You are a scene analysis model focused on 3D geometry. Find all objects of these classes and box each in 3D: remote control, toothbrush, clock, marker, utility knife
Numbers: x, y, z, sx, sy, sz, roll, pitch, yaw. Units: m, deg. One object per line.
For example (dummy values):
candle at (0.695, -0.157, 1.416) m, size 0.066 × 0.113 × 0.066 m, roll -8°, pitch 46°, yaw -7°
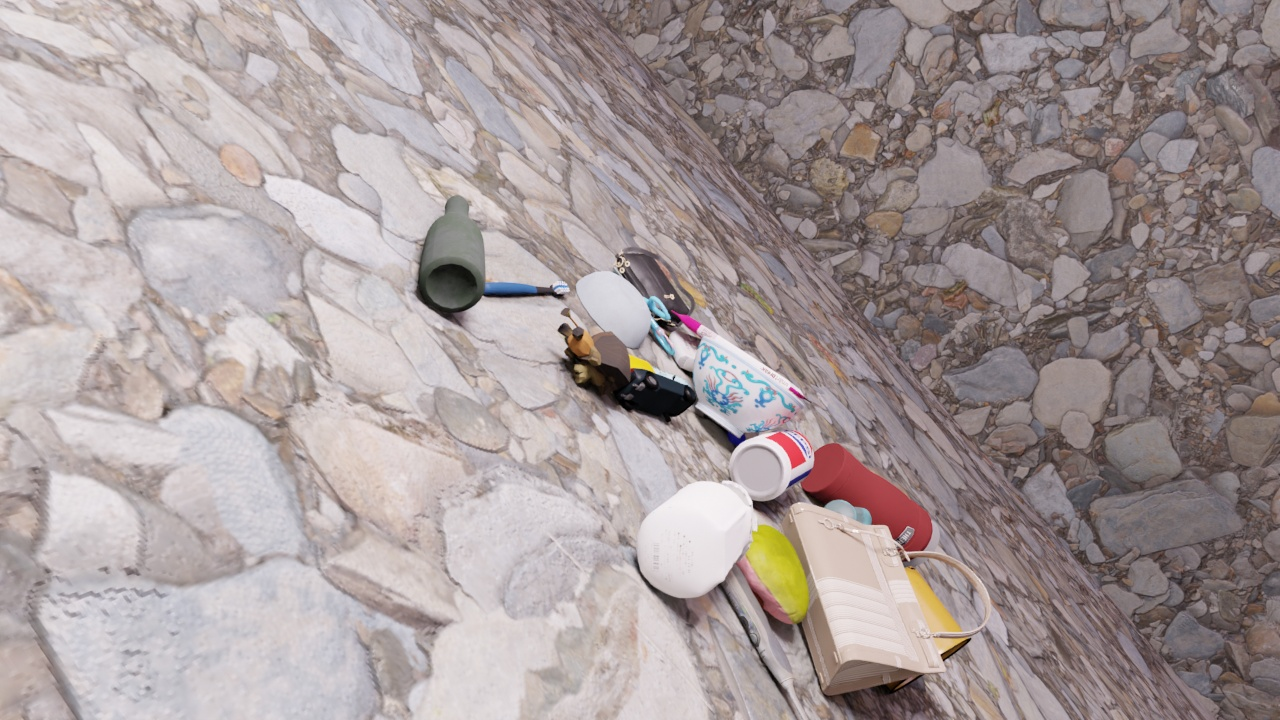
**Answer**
remote control at (0.099, 0.002, 1.192) m, size 0.138 × 0.025 × 0.060 m, roll 19°, pitch 29°, yaw -28°
toothbrush at (0.111, 0.249, 0.787) m, size 0.024 × 0.022 × 0.185 m, roll -8°, pitch 54°, yaw -31°
toothbrush at (-0.115, -0.073, 0.935) m, size 0.014 × 0.014 × 0.167 m, roll 63°, pitch 20°, yaw 7°
clock at (0.210, 0.194, 1.009) m, size 0.124 × 0.090 × 0.053 m, roll 28°, pitch 37°, yaw -46°
marker at (0.109, 0.056, 1.165) m, size 0.020 × 0.020 × 0.141 m, roll 38°, pitch 21°, yaw -28°
utility knife at (-0.006, 0.006, 1.012) m, size 0.223 × 0.019 × 0.030 m, roll 18°, pitch 41°, yaw -48°

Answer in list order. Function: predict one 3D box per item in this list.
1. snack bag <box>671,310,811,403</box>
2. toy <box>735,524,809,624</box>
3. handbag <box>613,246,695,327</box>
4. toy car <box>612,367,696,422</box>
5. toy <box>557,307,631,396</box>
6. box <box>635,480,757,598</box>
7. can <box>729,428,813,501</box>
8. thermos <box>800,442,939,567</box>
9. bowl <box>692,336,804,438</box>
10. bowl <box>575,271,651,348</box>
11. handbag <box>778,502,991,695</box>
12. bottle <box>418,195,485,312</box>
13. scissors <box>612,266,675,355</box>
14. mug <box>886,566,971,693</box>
snack bag at (0.124, -0.004, 1.137) m, size 0.196 × 0.016 × 0.070 m, roll 35°, pitch 4°, yaw 27°
toy at (0.125, 0.198, 0.872) m, size 0.090 × 0.051 × 0.109 m, roll 49°, pitch 16°, yaw -6°
handbag at (0.013, -0.098, 1.207) m, size 0.128 × 0.054 × 0.079 m, roll 57°, pitch 25°, yaw 19°
toy car at (0.015, 0.034, 0.961) m, size 0.112 × 0.046 × 0.034 m, roll 21°, pitch 35°, yaw -50°
toy at (-0.049, -0.010, 0.885) m, size 0.076 × 0.062 × 0.100 m, roll 16°, pitch -27°, yaw 47°
box at (0.056, 0.145, 0.775) m, size 0.143 × 0.089 × 0.080 m, roll -20°, pitch 107°, yaw -72°
can at (0.154, 0.118, 1.061) m, size 0.070 × 0.070 × 0.132 m, roll 53°, pitch 19°, yaw 13°
thermos at (0.308, 0.189, 1.238) m, size 0.198 × 0.084 × 0.108 m, roll 38°, pitch 22°, yaw -22°
bowl at (0.112, 0.043, 1.079) m, size 0.144 × 0.074 × 0.144 m, roll 36°, pitch -2°, yaw 1°
bowl at (-0.024, -0.067, 1.081) m, size 0.106 × 0.039 × 0.106 m, roll 41°, pitch 20°, yaw -19°
handbag at (0.252, 0.231, 0.902) m, size 0.197 × 0.062 × 0.175 m, roll 4°, pitch 42°, yaw -15°
bottle at (-0.167, -0.108, 0.827) m, size 0.055 × 0.055 × 0.174 m, roll 38°, pitch 20°, yaw -28°
scissors at (0.003, -0.071, 1.129) m, size 0.140 × 0.015 × 0.111 m, roll 50°, pitch -16°, yaw 10°
mug at (0.265, 0.281, 0.955) m, size 0.123 × 0.101 × 0.094 m, roll -12°, pitch 55°, yaw -35°
